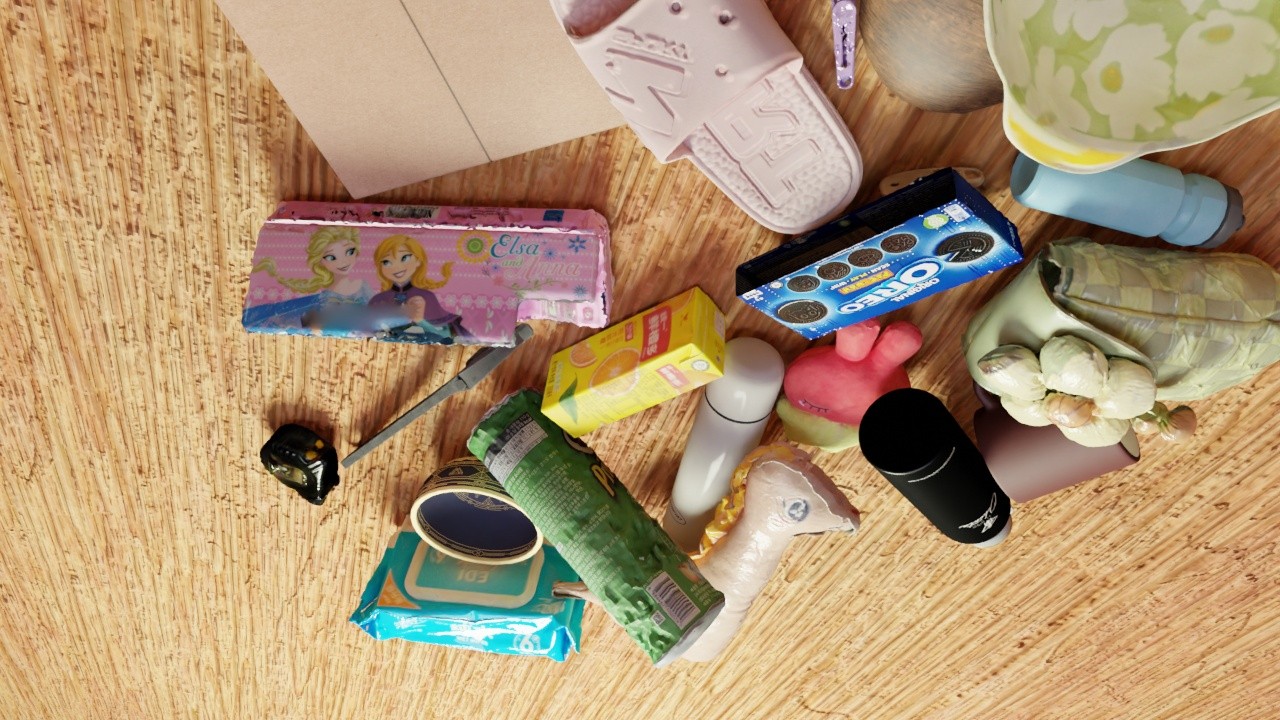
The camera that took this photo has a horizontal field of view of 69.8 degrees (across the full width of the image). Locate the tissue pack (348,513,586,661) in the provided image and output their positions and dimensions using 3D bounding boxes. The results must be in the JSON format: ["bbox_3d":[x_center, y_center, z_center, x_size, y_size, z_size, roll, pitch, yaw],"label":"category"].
[{"bbox_3d":[-0.152,0.207,0.846,0.209,0.116,0.066,5,131,4],"label":"tissue pack"}]

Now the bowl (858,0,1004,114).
[{"bbox_3d":[0.165,-0.169,0.463,0.102,0.026,0.114,-17,131,25],"label":"bowl"}]

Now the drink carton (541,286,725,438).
[{"bbox_3d":[-0.004,0.004,0.649,0.135,0.058,0.043,-25,130,30],"label":"drink carton"}]

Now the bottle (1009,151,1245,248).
[{"bbox_3d":[0.277,-0.093,0.515,0.130,0.040,0.040,13,137,-4],"label":"bottle"}]

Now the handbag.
[{"bbox_3d":[0.293,-0.004,0.544,0.186,0.116,0.113,7,155,-3],"label":"handbag"}]

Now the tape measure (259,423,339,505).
[{"bbox_3d":[-0.295,0.087,0.792,0.062,0.038,0.067,26,137,4],"label":"tape measure"}]

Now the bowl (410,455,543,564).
[{"bbox_3d":[-0.134,0.119,0.789,0.112,0.061,0.113,5,137,4],"label":"bowl"}]

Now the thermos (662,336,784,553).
[{"bbox_3d":[0.061,0.071,0.713,0.052,0.052,0.225,11,137,-2],"label":"thermos"}]

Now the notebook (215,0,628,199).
[{"bbox_3d":[-0.113,-0.172,0.519,0.209,0.008,0.141,-10,133,19],"label":"notebook"}]

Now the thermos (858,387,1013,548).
[{"bbox_3d":[0.232,0.094,0.681,0.061,0.061,0.231,-19,145,26],"label":"thermos"}]

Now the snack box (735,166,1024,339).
[{"bbox_3d":[0.140,-0.058,0.552,0.082,0.027,0.151,25,146,-38],"label":"snack box"}]

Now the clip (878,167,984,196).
[{"bbox_3d":[0.172,-0.092,0.545,0.061,0.024,0.043,-4,136,8],"label":"clip"}]

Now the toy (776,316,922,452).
[{"bbox_3d":[0.148,0.017,0.648,0.091,0.045,0.135,15,134,-11],"label":"toy"}]

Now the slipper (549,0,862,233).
[{"bbox_3d":[0.038,-0.143,0.478,0.094,0.064,0.239,-31,126,25],"label":"slipper"}]

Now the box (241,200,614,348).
[{"bbox_3d":[-0.137,-0.044,0.594,0.230,0.096,0.085,3,137,7],"label":"box"}]

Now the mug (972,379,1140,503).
[{"bbox_3d":[0.280,0.038,0.638,0.083,0.073,0.105,-30,98,34],"label":"mug"}]

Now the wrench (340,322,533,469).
[{"bbox_3d":[-0.168,0.036,0.714,0.274,0.072,0.018,-31,102,41],"label":"wrench"}]

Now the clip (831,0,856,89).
[{"bbox_3d":[0.106,-0.166,0.477,0.013,0.036,0.053,-1,149,13],"label":"clip"}]

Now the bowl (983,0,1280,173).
[{"bbox_3d":[0.235,-0.189,0.395,0.188,0.060,0.220,17,128,-16],"label":"bowl"}]

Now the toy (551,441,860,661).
[{"bbox_3d":[0.042,0.149,0.717,0.196,0.065,0.265,20,132,2],"label":"toy"}]

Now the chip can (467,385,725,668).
[{"bbox_3d":[-0.033,0.121,0.683,0.223,0.075,0.076,46,136,15],"label":"chip can"}]
